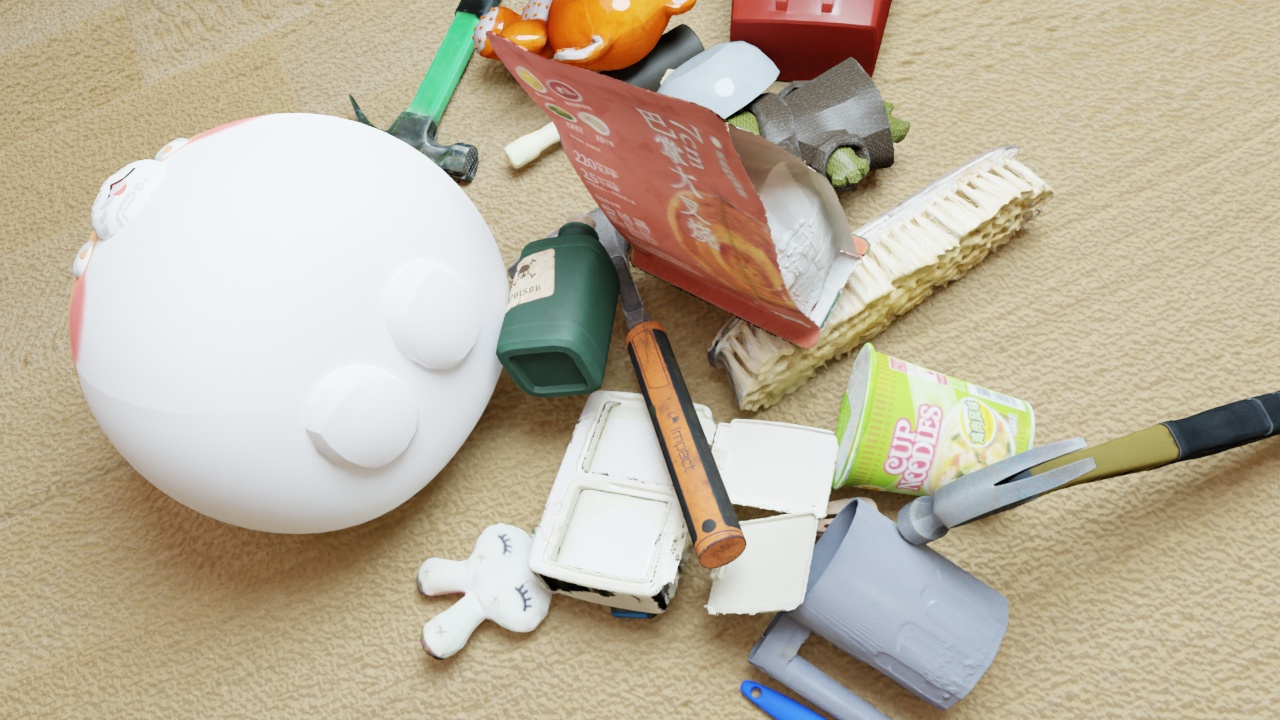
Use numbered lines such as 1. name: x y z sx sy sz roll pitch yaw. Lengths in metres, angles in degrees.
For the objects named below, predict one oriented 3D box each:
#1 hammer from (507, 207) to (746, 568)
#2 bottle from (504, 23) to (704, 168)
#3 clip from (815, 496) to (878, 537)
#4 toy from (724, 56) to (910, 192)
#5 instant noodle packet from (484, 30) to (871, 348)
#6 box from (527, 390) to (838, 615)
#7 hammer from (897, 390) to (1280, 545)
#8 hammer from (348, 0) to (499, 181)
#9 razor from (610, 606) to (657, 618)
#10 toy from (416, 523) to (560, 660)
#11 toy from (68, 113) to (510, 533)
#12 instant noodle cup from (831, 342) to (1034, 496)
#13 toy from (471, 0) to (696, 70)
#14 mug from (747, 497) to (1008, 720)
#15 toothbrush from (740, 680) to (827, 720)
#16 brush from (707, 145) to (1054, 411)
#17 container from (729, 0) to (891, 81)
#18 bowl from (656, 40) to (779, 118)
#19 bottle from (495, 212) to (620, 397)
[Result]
1. hammer: -0.004 0.004 0.624 0.138 0.035 0.314 -21 48 2
2. bottle: -0.031 -0.214 0.762 0.184 0.045 0.045 -32 66 -6
3. clip: 0.129 0.104 0.604 0.061 0.041 0.024 -3 65 2
4. toy: 0.122 -0.167 0.699 0.153 0.078 0.179 -19 39 5
5. instant noodle packet: 0.020 -0.103 0.527 0.164 0.220 0.084 30 89 33
6. box: 0.028 0.089 0.589 0.184 0.050 0.143 5 57 20
7. hammer: 0.317 0.045 0.530 0.332 0.118 0.025 -11 70 -18
8. hammer: -0.156 -0.307 0.831 0.130 0.032 0.318 14 69 15
9. razor: 0.016 0.108 0.632 0.043 0.022 0.144 -13 53 47
10. toy: -0.095 0.148 0.621 0.122 0.038 0.079 -23 55 -7
11. toy: -0.232 -0.031 0.600 0.281 0.266 0.262 21 73 35
12. instant noodle cup: 0.188 0.048 0.594 0.108 0.099 0.098 13 69 6
13. toy: -0.044 -0.284 0.738 0.163 0.093 0.172 -36 35 -14
14. mug: 0.141 0.162 0.553 0.104 0.083 0.124 33 99 6
15. toothbrush: 0.142 0.245 0.557 0.182 0.018 0.016 25 73 21
16. brush: 0.167 -0.060 0.645 0.271 0.083 0.056 -33 66 -6
17. container: 0.145 -0.340 0.745 0.148 0.127 0.200 8 78 12
18. bowl: 0.052 -0.216 0.716 0.106 0.039 0.106 -28 22 13
19. bottle: -0.050 -0.045 0.616 0.061 0.061 0.131 -5 53 19
